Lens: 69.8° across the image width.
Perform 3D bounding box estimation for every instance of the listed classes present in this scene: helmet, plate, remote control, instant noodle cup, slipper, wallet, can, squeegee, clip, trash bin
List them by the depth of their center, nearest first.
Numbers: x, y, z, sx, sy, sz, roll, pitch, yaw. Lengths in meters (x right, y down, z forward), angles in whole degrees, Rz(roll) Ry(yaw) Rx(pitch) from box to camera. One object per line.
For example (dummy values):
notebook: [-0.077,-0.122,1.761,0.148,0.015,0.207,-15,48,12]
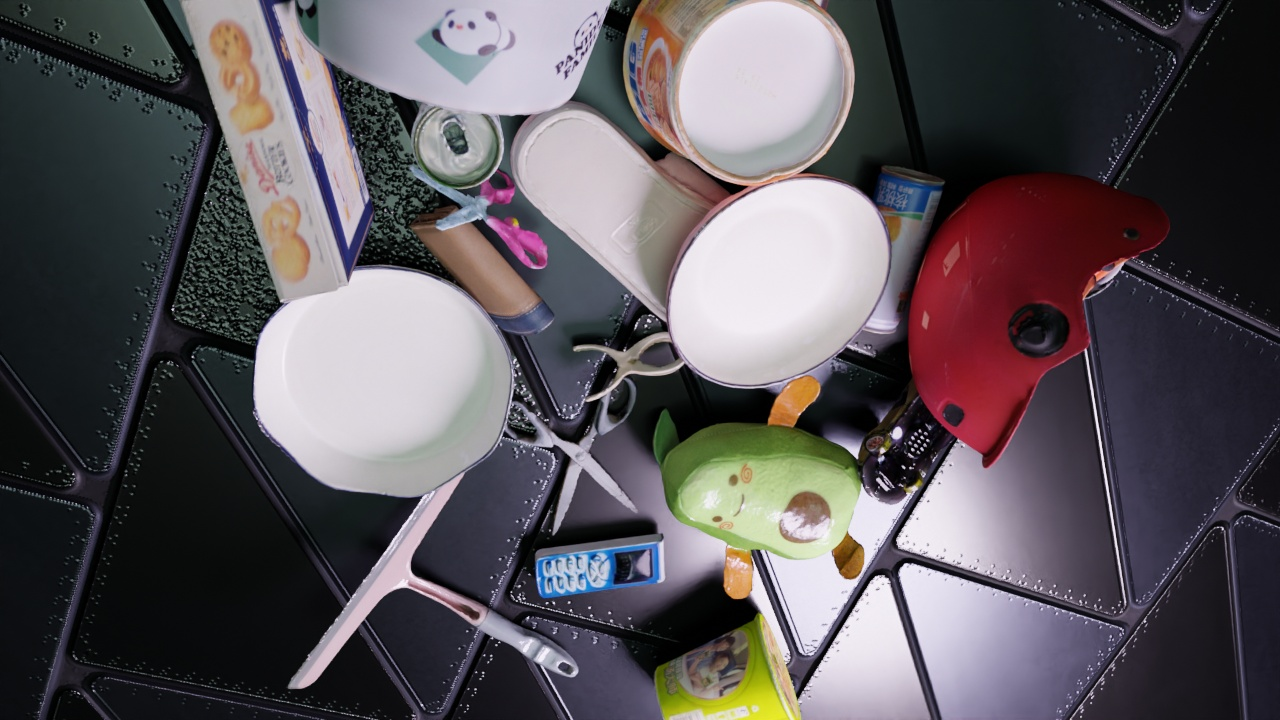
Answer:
trash bin: [-0.090,-0.296,0.522,0.229,0.229,0.253,11,127,-15]
instant noodle cup: [0.070,-0.194,0.624,0.151,0.111,0.151,-4,119,-7]
can: [-0.126,-0.161,0.634,0.058,0.146,0.058,-4,113,-9]
wallet: [-0.123,-0.069,0.712,0.033,0.090,0.115,-49,115,-15]
slipper: [0.011,-0.108,0.733,0.274,0.054,0.114,32,109,-32]
plate: [0.106,-0.065,0.735,0.192,0.039,0.193,-10,128,-14]
helmet: [0.291,-0.048,0.747,0.144,0.206,0.240,34,97,14]
plate: [-0.206,0.015,0.749,0.205,0.045,0.205,-3,115,-6]
can: [0.212,-0.093,0.780,0.053,0.053,0.135,6,112,-13]
clip: [-0.005,-0.001,0.787,0.100,0.034,0.070,-16,86,0]
squeegee: [-0.156,0.243,0.868,0.249,0.040,0.247,38,85,-29]
remote control: [-0.038,0.195,0.876,0.125,0.024,0.049,-5,114,-7]
instant noodle cup: [0.083,0.327,0.920,0.123,0.111,0.112,-22,116,9]

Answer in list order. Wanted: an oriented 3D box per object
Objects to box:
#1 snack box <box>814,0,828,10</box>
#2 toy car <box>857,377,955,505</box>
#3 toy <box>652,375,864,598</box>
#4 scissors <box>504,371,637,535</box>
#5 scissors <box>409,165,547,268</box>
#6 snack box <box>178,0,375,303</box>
snack box: [0.075,-0.246,0.686,0.113,0.053,0.126,8,112,-13]
toy car: [0.253,0.062,0.845,0.158,0.042,0.070,-48,115,-12]
toy: [0.125,0.119,0.839,0.246,0.090,0.227,11,102,-19]
scissors: [-0.060,0.085,0.830,0.159,0.014,0.179,16,110,-16]
scissors: [-0.117,-0.117,0.674,0.017,0.118,0.133,-31,143,27]
snack box: [-0.226,-0.153,0.598,0.046,0.182,0.178,-12,115,-5]
